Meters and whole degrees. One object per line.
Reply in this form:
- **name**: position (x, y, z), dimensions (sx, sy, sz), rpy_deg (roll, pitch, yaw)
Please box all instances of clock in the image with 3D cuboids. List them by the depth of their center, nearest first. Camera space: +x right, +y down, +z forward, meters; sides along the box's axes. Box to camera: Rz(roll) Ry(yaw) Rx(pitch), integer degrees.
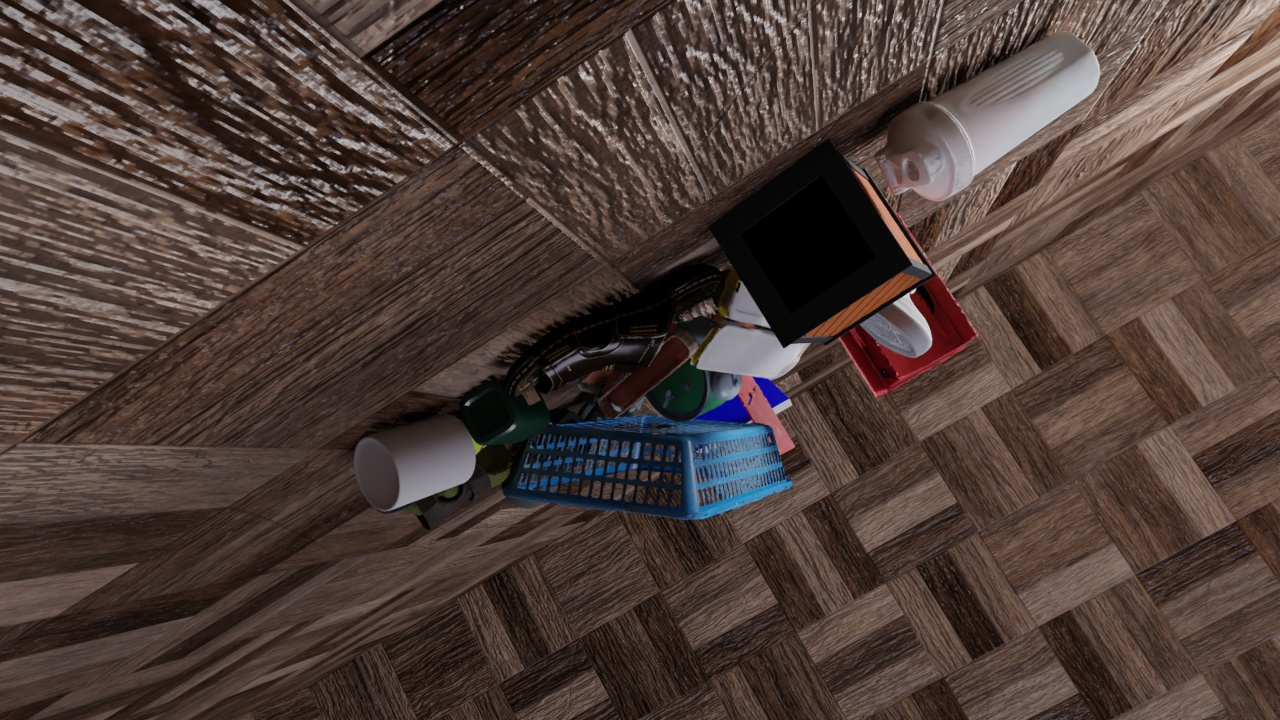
- **clock**: position (0.066, 0.008, 1.156), dimensions (0.075, 0.122, 0.162), rpy_deg (-21, 177, -42)

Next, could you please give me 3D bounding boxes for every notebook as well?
- **notebook**: position (0.115, 0.061, 1.446), dimensions (0.171, 0.022, 0.209), rpy_deg (-29, -149, -6)

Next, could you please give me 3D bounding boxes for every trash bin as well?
- **trash bin**: position (0.190, -0.110, 0.932), dimensions (0.140, 0.139, 0.171), rpy_deg (-35, 168, 22)

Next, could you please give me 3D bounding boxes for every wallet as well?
- **wallet**: position (-0.032, 0.051, 1.289), dimensions (0.100, 0.054, 0.132), rpy_deg (-35, 168, -26)

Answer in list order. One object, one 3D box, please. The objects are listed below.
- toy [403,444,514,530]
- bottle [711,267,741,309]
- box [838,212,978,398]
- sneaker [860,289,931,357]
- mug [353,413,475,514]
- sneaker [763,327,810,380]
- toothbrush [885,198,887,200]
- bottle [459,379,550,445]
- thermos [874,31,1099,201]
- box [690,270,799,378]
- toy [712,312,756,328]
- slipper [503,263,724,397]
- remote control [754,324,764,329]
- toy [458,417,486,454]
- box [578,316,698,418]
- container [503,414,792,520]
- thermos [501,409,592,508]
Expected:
- **toy**: position (-0.232, 0.146, 1.131), dimensions (0.152, 0.078, 0.180), rpy_deg (-32, -173, -21)
- **bottle**: position (0.137, -0.089, 1.103), dimensions (0.105, 0.056, 0.056), rpy_deg (-17, 163, -48)
- **box**: position (0.336, -0.079, 1.240), dimensions (0.165, 0.214, 0.152), rpy_deg (-40, 164, 36)
- **sneaker**: position (0.273, -0.094, 1.082), dimensions (0.090, 0.242, 0.089), rpy_deg (-39, 129, -1)
- **mug**: position (-0.240, 0.116, 0.961), dimensions (0.096, 0.078, 0.112), rpy_deg (-17, 144, -49)
- **sneaker**: position (0.213, -0.036, 1.458), dimensions (0.104, 0.090, 0.237), rpy_deg (-11, 160, -35)
- **toothbrush**: position (0.230, -0.163, 1.119), dimensions (0.188, 0.016, 0.017), rpy_deg (-25, 177, -21)
- **bottle**: position (-0.142, 0.058, 1.025), dimensions (0.061, 0.061, 0.131), rpy_deg (-31, 169, 14)
- **thermos**: position (0.334, -0.234, 0.891), dimensions (0.220, 0.099, 0.099), rpy_deg (-32, 169, -11)
- **box**: position (0.137, -0.039, 1.063), dimensions (0.209, 0.036, 0.130), rpy_deg (7, 112, -57)
- **toy**: position (0.126, -0.040, 1.267), dimensions (0.094, 0.065, 0.128), rpy_deg (5, 142, -48)
- **slipper**: position (-0.019, -0.019, 0.966), dimensions (0.267, 0.075, 0.113), rpy_deg (-27, 168, -16)
- **remote control**: position (0.169, -0.058, 1.380), dimensions (0.137, 0.032, 0.015), rpy_deg (-33, 157, 17)
- **toy**: position (-0.202, 0.090, 1.063), dimensions (0.092, 0.046, 0.115), rpy_deg (-35, 176, 28)
- **box**: position (-0.006, 0.005, 1.126), dimensions (0.187, 0.083, 0.042), rpy_deg (-43, 177, 42)
- **container**: position (0.026, 0.124, 1.174), dimensions (0.258, 0.089, 0.361), rpy_deg (3, 180, 26)
- **thermos**: position (-0.143, 0.150, 1.364), dimensions (0.082, 0.082, 0.241), rpy_deg (-24, 167, -28)
